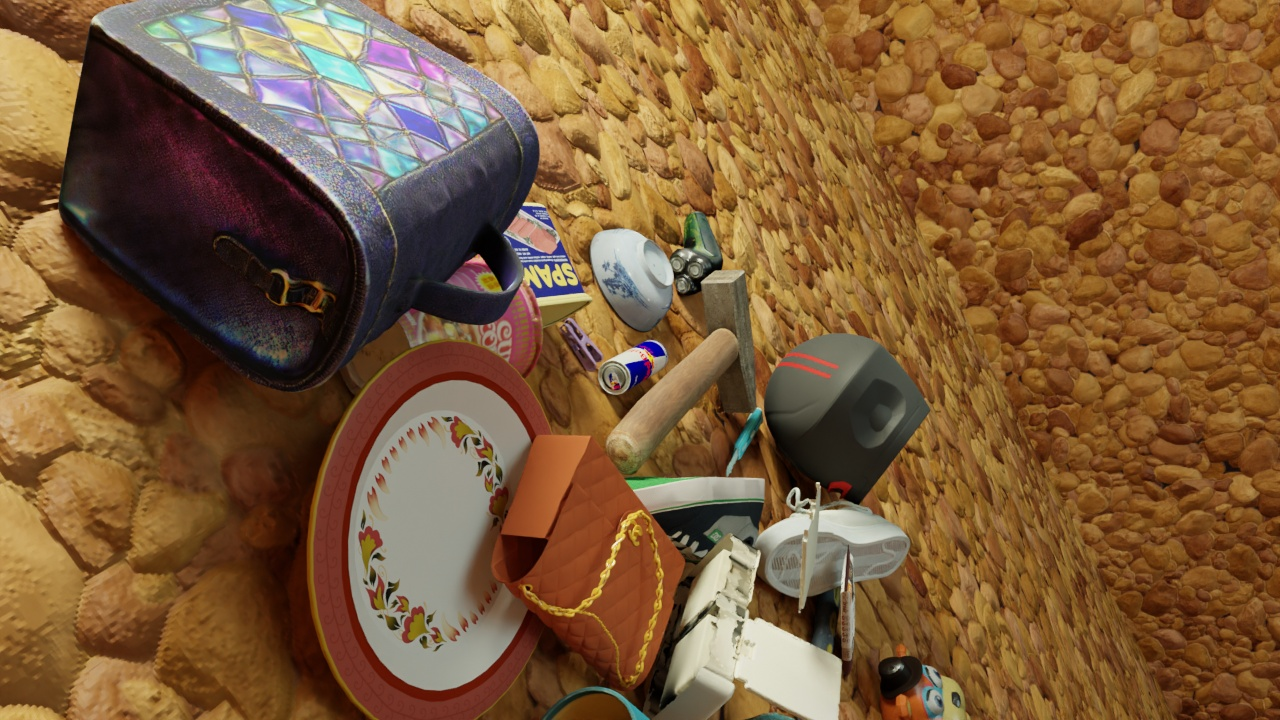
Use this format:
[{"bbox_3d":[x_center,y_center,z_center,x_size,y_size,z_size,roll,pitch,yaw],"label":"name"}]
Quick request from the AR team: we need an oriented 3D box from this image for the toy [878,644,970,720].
[{"bbox_3d":[0.321,0.401,1.038,0.176,0.096,0.111,42,33,-15],"label":"toy"}]

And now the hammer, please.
[{"bbox_3d":[0.046,0.030,0.886,0.299,0.037,0.158,-41,126,-56],"label":"hammer"}]

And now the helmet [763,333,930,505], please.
[{"bbox_3d":[0.228,0.057,1.064,0.170,0.164,0.265,37,-9,15],"label":"helmet"}]

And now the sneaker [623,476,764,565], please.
[{"bbox_3d":[0.037,0.139,0.783,0.235,0.084,0.079,11,78,-54],"label":"sneaker"}]

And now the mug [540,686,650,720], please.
[{"bbox_3d":[-0.018,0.280,0.574,0.104,0.085,0.112,51,58,-34],"label":"mug"}]

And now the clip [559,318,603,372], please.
[{"bbox_3d":[-0.053,-0.014,0.819,0.052,0.013,0.035,52,29,-16],"label":"clip"}]

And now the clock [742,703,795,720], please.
[{"bbox_3d":[0.072,0.335,0.678,0.157,0.074,0.121,-16,75,-46],"label":"clock"}]

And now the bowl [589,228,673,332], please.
[{"bbox_3d":[0.001,-0.090,0.941,0.114,0.045,0.114,40,36,-38],"label":"bowl"}]

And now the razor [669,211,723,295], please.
[{"bbox_3d":[0.063,-0.134,1.088,0.067,0.054,0.151,29,35,-23],"label":"razor"}]

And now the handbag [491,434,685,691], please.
[{"bbox_3d":[-0.026,0.144,0.629,0.172,0.060,0.108,58,42,-43],"label":"handbag"}]

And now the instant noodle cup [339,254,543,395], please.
[{"bbox_3d":[-0.135,-0.015,0.602,0.108,0.098,0.097,-24,88,-55],"label":"instant noodle cup"}]

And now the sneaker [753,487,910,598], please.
[{"bbox_3d":[0.190,0.194,0.999,0.241,0.090,0.091,7,23,-42],"label":"sneaker"}]

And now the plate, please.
[{"bbox_3d":[-0.115,0.103,0.552,0.229,0.021,0.229,10,79,-62],"label":"plate"}]

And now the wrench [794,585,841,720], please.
[{"bbox_3d":[0.190,0.298,0.961,0.073,0.022,0.272,61,28,-19],"label":"wrench"}]

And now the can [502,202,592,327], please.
[{"bbox_3d":[-0.101,-0.075,0.742,0.116,0.057,0.092,-15,79,-62],"label":"can"}]

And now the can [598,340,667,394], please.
[{"bbox_3d":[-0.005,0.005,0.863,0.032,0.032,0.095,63,28,-1],"label":"can"}]

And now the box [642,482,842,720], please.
[{"bbox_3d":[0.101,0.200,0.678,0.106,0.193,0.143,30,40,-6],"label":"box"}]

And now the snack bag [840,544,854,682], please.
[{"bbox_3d":[0.221,0.270,0.975,0.056,0.013,0.158,-70,156,-52],"label":"snack bag"}]

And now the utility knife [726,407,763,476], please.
[{"bbox_3d":[0.113,0.092,1.014,0.151,0.015,0.022,-49,136,-59],"label":"utility knife"}]

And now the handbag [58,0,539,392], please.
[{"bbox_3d":[-0.163,-0.096,0.507,0.222,0.126,0.204,34,32,-1],"label":"handbag"}]
